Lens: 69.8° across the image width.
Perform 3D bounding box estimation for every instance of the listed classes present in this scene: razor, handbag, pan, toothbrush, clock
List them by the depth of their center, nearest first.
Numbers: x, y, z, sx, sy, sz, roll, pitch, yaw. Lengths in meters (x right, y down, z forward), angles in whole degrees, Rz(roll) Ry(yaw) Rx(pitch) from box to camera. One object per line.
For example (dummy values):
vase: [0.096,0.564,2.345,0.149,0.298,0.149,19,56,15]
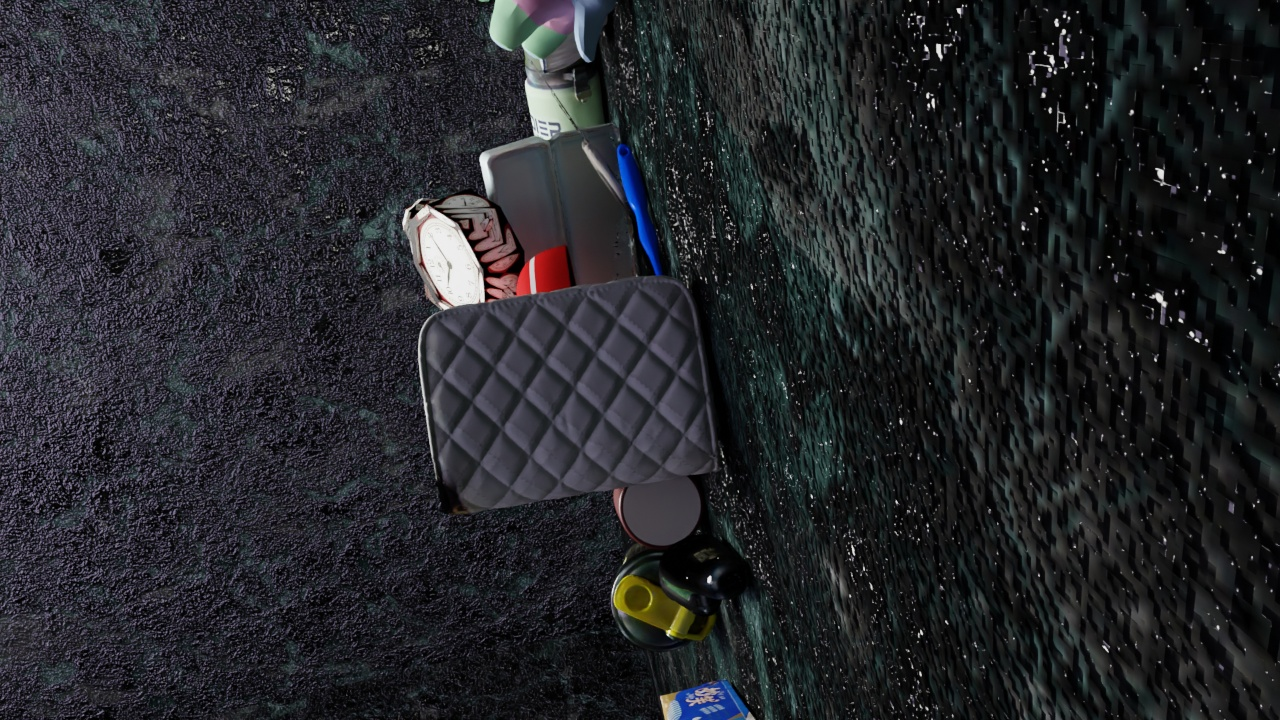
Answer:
handbag: [-0.047,0.024,0.625,0.072,0.195,0.138,57,-155,-85]
razor: [0.052,0.165,0.685,0.151,0.054,0.067,142,106,-77]
toothbrush: [0.005,-0.104,0.736,0.018,0.016,0.182,77,179,-61]
clock: [-0.165,-0.099,0.850,0.155,0.064,0.115,11,123,46]
pan: [-0.057,0.027,0.858,0.356,0.067,0.208,85,175,-74]

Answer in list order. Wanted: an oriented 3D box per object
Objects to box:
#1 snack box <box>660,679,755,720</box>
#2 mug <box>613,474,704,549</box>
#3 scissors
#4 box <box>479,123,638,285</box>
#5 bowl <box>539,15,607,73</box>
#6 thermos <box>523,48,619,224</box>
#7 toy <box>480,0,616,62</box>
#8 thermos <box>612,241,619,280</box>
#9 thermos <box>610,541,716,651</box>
snack box: [0.072,0.366,0.752,0.203,0.069,0.155,117,141,-82]
mug: [0.025,0.137,0.814,0.105,0.073,0.082,50,175,-1]
scissors: [-0.051,-0.195,0.816,0.171,0.012,0.121,54,-177,2]
box: [-0.073,-0.122,0.887,0.041,0.134,0.197,45,150,50]
bowl: [-0.063,-0.307,0.771,0.118,0.062,0.118,167,92,-86]
thermos: [-0.071,-0.235,0.952,0.082,0.082,0.232,-108,8,-51]
toy: [-0.077,-0.326,0.652,0.222,0.171,0.119,47,-155,14]
thermos: [-0.062,-0.112,1.083,0.082,0.082,0.240,85,172,-54]
thermos: [0.020,0.229,0.937,0.221,0.098,0.098,100,158,-87]
